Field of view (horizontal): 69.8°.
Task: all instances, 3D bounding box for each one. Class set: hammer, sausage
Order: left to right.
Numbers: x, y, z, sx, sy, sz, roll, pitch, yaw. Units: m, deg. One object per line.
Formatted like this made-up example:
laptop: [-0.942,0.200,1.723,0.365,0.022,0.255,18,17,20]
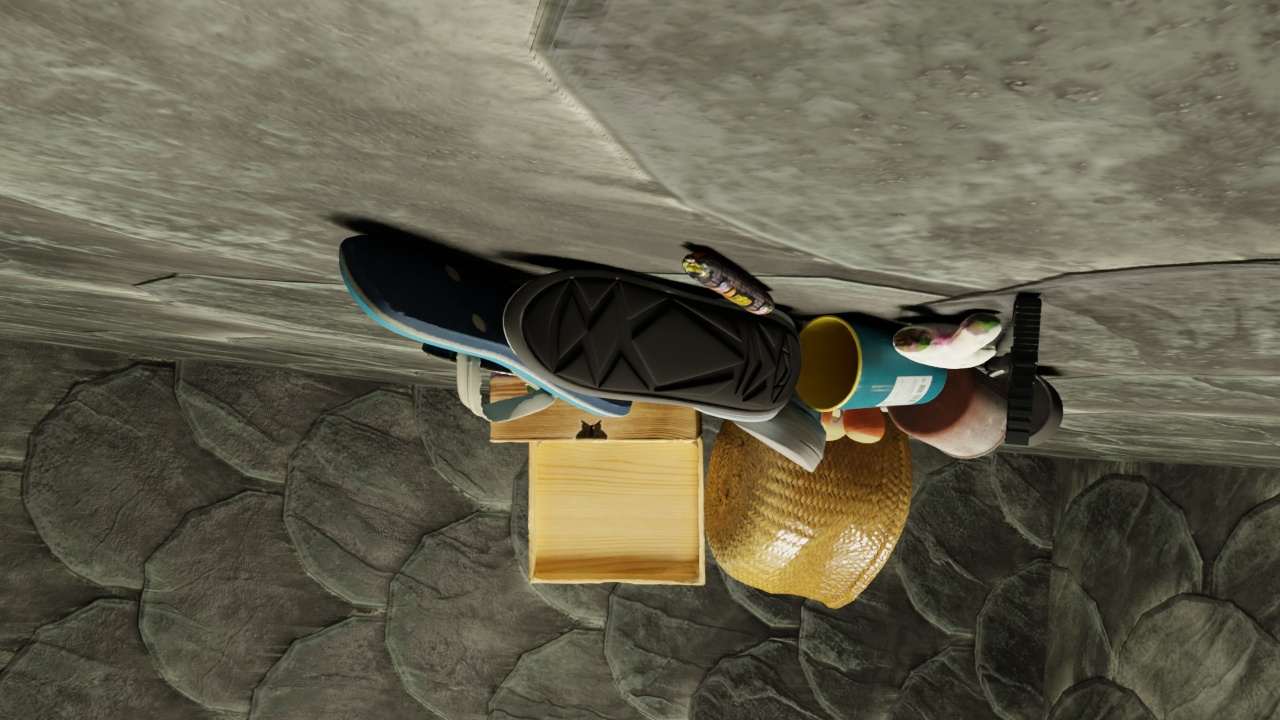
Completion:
sausage: [0.062,-0.049,0.609,0.020,0.020,0.155,3,174,25]
hammer: [0.291,0.009,0.737,0.015,0.095,0.324,4,-179,17]

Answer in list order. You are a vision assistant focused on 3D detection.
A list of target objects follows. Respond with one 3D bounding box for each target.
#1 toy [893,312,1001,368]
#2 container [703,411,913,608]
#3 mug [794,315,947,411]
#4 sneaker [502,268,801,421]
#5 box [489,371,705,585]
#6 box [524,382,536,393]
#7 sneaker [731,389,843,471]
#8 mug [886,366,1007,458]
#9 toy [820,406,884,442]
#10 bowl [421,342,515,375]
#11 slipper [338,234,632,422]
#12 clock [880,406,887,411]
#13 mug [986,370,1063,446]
toy: [0.237,-0.013,0.712,0.079,0.038,0.122,-3,174,19]
container: [0.211,0.164,1.251,0.196,0.306,0.307,15,173,-9]
mug: [0.197,0.006,0.773,0.121,0.078,0.078,4,176,-34]
sneaker: [-0.008,-0.017,0.735,0.256,0.093,0.160,10,-179,-30]
box: [-0.047,0.179,1.323,0.279,0.336,0.286,-2,179,6]
box: [-0.005,0.005,0.921,0.118,0.051,0.205,1,-176,44]
sneaker: [0.138,0.025,0.839,0.099,0.089,0.236,32,-171,-6]
mug: [0.288,0.041,0.904,0.123,0.096,0.110,2,162,40]
toy: [0.199,0.040,1.010,0.112,0.096,0.176,15,-161,-8]
bowl: [-0.129,-0.026,0.802,0.114,0.061,0.114,12,-175,-1]
slipper: [-0.115,-0.014,0.691,0.060,0.118,0.294,-38,148,20]
clock: [0.304,0.037,1.027,0.103,0.061,0.156,3,176,23]
mug: [0.381,0.053,0.971,0.114,0.078,0.088,-14,165,29]
